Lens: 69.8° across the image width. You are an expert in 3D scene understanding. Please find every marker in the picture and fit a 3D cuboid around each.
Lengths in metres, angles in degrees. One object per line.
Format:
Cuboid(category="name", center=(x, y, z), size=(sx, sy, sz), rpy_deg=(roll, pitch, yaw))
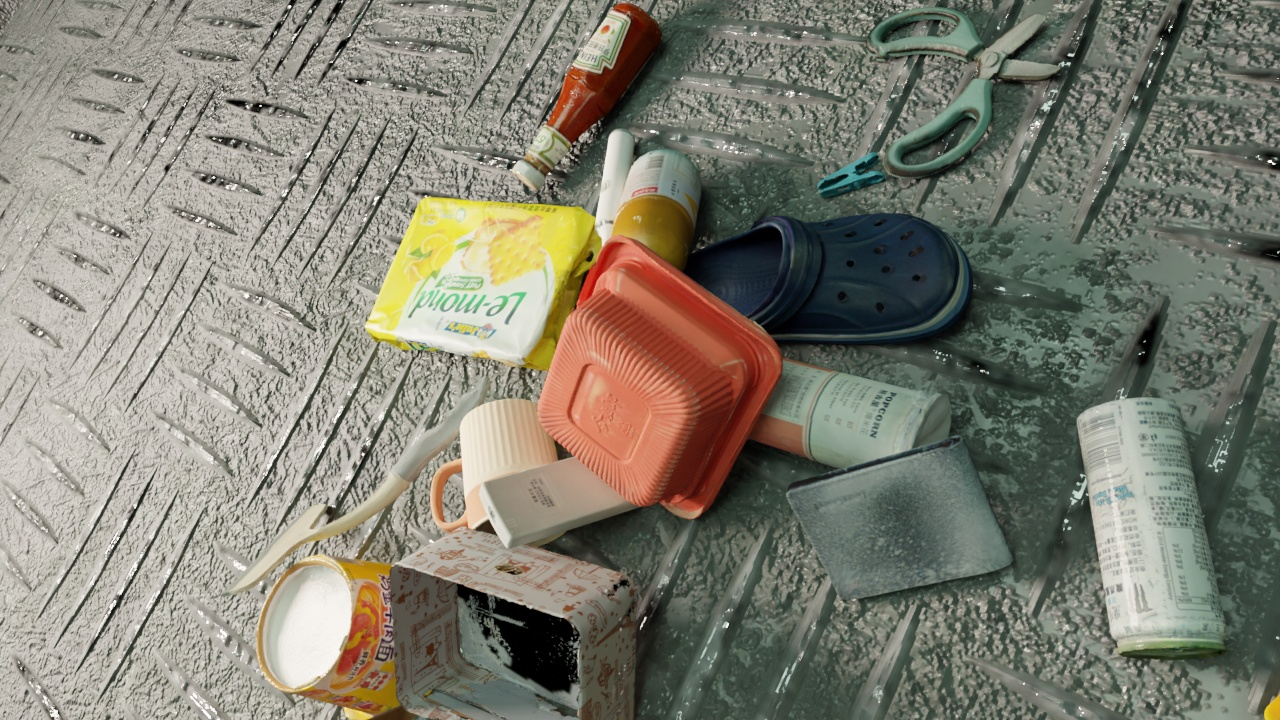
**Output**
Cuboid(category="marker", center=(0.384, 0.155, 0.492), size=(0.124, 0.015, 0.018), rpy_deg=(-45, 54, 2))

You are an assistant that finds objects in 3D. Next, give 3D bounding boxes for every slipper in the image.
Cuboid(category="slipper", center=(0.121, -0.070, 0.709), size=(0.253, 0.095, 0.105), rpy_deg=(-3, 69, 34))

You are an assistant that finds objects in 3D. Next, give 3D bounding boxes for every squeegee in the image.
Cuboid(category="squeegee", center=(-0.222, 0.102, 0.816), size=(0.246, 0.246, 0.039), rpy_deg=(-38, 98, -1))

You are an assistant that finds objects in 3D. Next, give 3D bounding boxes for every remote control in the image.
Cuboid(category="remote control", center=(-0.055, 0.104, 0.720), size=(0.056, 0.134, 0.019), rpy_deg=(54, 141, 31))

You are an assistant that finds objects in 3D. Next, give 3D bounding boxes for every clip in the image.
Cuboid(category="clip", center=(0.174, -0.152, 0.762), size=(0.057, 0.015, 0.049), rpy_deg=(-22, 61, 20))

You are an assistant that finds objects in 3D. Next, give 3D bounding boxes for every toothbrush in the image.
Cuboid(category="toothbrush", center=(-0.026, -0.137, 0.829), size=(0.027, 0.026, 0.220), rpy_deg=(-49, 25, 42))

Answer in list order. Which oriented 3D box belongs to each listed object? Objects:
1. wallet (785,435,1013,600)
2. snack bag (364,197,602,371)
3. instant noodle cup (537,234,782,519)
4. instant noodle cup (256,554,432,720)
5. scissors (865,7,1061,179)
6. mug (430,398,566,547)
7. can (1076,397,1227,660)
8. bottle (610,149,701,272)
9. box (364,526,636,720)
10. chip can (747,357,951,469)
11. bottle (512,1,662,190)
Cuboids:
Cuboid(category="wallet", center=(0.168, 0.106, 0.601), size=(0.121, 0.097, 0.019), rpy_deg=(-21, 18, 25))
Cuboid(category="snack bag", center=(-0.147, -0.073, 0.887), size=(0.247, 0.068, 0.157), rpy_deg=(10, 73, 34))
Cuboid(category="instant noodle cup", center=(-0.002, 0.025, 0.668), size=(0.164, 0.078, 0.189), rpy_deg=(36, 130, 19))
Cuboid(category="instant noodle cup", center=(-0.246, 0.231, 0.781), size=(0.138, 0.109, 0.137), rpy_deg=(-12, 63, 26))
Cuboid(category="scissors", center=(0.242, -0.236, 0.757), size=(0.170, 0.019, 0.178), rpy_deg=(-45, 52, 8))
Cuboid(category="mug", center=(-0.123, 0.102, 0.778), size=(0.114, 0.082, 0.105), rpy_deg=(-19, 57, 7))
Cuboid(category="can", center=(0.299, 0.098, 0.542), size=(0.058, 0.058, 0.146), rpy_deg=(-11, 63, 27))
Cuboid(category="bottle", center=(0.011, -0.111, 0.765), size=(0.068, 0.068, 0.189), rpy_deg=(-20, 32, 22))
Cuboid(category="box", center=(-0.128, 0.233, 0.634), size=(0.183, 0.192, 0.157), rpy_deg=(9, 105, 30))
Cuboid(category="chip can", center=(0.111, 0.034, 0.678), size=(0.215, 0.071, 0.071), rpy_deg=(16, 77, 36))
Cuboid(category="bottle", center=(-0.057, -0.264, 0.926), size=(0.060, 0.059, 0.206), rpy_deg=(35, 88, 37))
